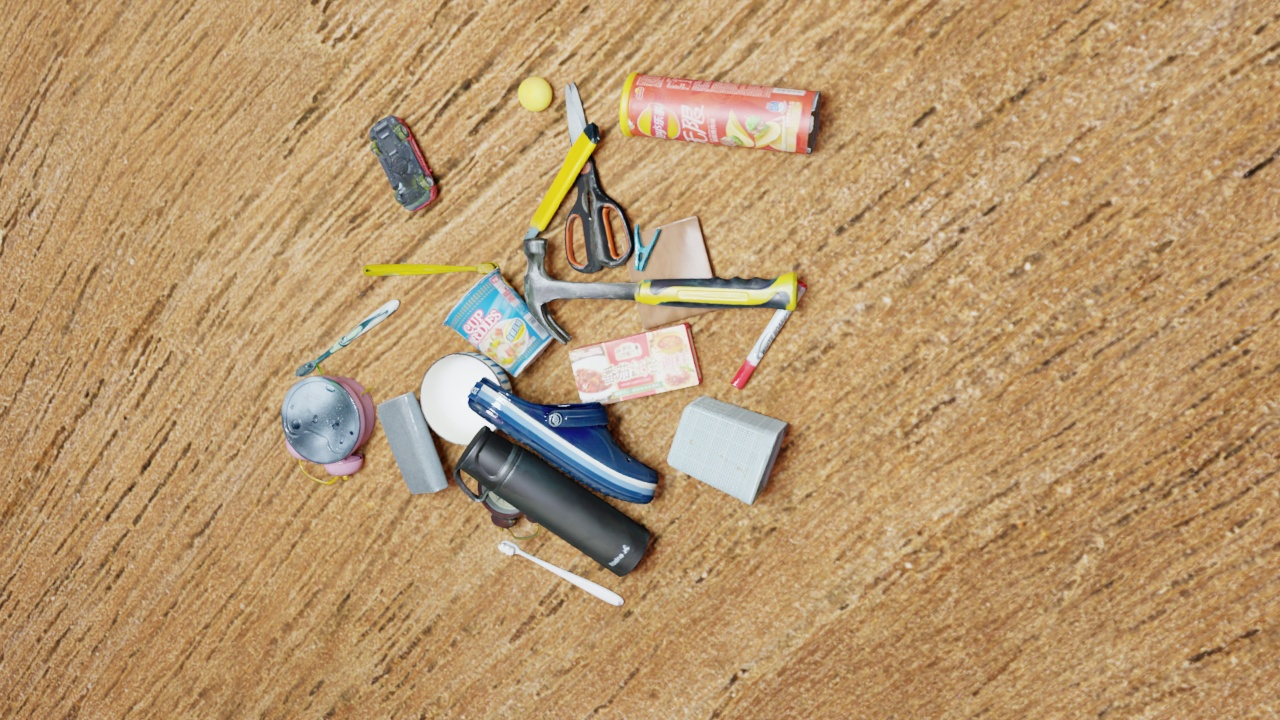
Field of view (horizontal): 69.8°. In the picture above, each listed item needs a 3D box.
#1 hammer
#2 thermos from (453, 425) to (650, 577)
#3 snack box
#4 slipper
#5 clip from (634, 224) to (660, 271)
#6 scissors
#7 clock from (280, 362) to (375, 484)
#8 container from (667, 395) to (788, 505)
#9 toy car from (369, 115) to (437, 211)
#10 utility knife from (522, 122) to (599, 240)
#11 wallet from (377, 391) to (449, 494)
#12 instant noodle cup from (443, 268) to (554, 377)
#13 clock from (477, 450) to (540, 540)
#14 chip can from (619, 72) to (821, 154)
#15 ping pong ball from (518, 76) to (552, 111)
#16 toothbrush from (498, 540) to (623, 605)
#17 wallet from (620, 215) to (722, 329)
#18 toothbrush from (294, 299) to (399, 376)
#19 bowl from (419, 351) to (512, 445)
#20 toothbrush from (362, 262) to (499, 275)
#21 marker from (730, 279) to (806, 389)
[{"bbox_3d":[0.019,-0.077,1.065,0.324,0.031,0.126,2,106,14],"label":"hammer"},{"bbox_3d":[-0.110,0.176,1.109,0.242,0.068,0.090,35,115,-12],"label":"thermos"},{"bbox_3d":[-0.007,0.007,1.114,0.153,0.025,0.075,-12,95,17],"label":"snack box"},{"bbox_3d":[-0.085,0.084,1.095,0.252,0.105,0.095,32,84,-14],"label":"slipper"},{"bbox_3d":[0.004,-0.132,1.083,0.034,0.013,0.055,18,97,19],"label":"clip"},{"bbox_3d":[-0.078,-0.216,1.103,0.140,0.021,0.235,-32,83,24],"label":"scissors"},{"bbox_3d":[-0.418,0.092,1.228,0.117,0.059,0.158,21,102,11],"label":"clock"},{"bbox_3d":[0.100,0.098,1.066,0.111,0.090,0.090,22,103,15],"label":"container"},{"bbox_3d":[-0.293,-0.246,1.148,0.053,0.045,0.120,-25,85,20],"label":"toy car"},{"bbox_3d":[-0.096,-0.208,1.100,0.177,0.015,0.033,-53,45,27],"label":"utility knife"},{"bbox_3d":[-0.293,0.108,1.188,0.107,0.036,0.129,-15,96,55],"label":"wallet"},{"bbox_3d":[-0.167,-0.041,1.123,0.110,0.099,0.099,43,107,-2],"label":"instant noodle cup"},{"bbox_3d":[-0.159,0.169,1.166,0.082,0.055,0.122,-13,96,17],"label":"clock"},{"bbox_3d":[0.089,-0.275,1.021,0.217,0.073,0.073,9,100,14],"label":"chip can"},{"bbox_3d":[-0.125,-0.317,1.091,0.040,0.040,0.040,2,99,15],"label":"ping pong ball"},{"bbox_3d":[-0.104,0.276,1.187,0.180,0.016,0.016,23,106,11],"label":"toothbrush"},{"bbox_3d":[0.037,-0.104,1.089,0.101,0.020,0.115,-14,91,18],"label":"wallet"},{"bbox_3d":[-0.393,-0.028,1.223,0.192,0.018,0.016,-32,88,18],"label":"toothbrush"},{"bbox_3d":[-0.211,0.044,1.157,0.116,0.066,0.116,3,99,17],"label":"bowl"},{"bbox_3d":[-0.271,-0.117,1.176,0.190,0.016,0.016,1,98,16],"label":"toothbrush"},{"bbox_3d":[0.149,-0.029,1.069,0.017,0.017,0.145,34,106,9],"label":"marker"}]
